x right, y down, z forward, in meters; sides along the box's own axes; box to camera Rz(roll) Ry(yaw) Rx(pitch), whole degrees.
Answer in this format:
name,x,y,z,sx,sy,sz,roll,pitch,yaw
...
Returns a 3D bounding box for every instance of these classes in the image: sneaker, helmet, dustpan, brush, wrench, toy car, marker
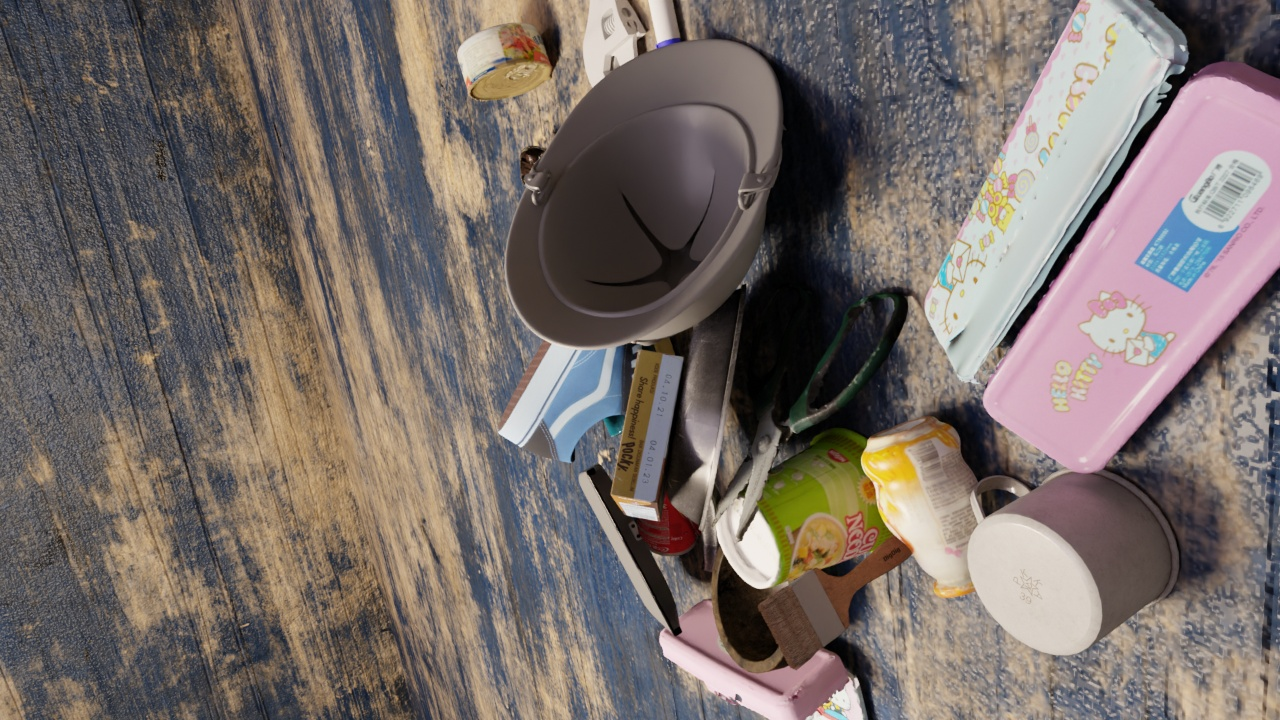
name,x,y,z,sx,sy,sz,roll,pitch,yaw
sneaker,-0.025,-0.014,0.784,0.242,0.098,0.083,-58,13,19
helmet,0.019,-0.094,0.653,0.184,0.270,0.118,6,150,26
dustpan,-0.012,0.180,0.930,0.163,0.033,0.258,61,169,3
brush,0.140,0.142,0.599,0.045,0.142,0.008,61,153,2
wrench,-0.045,-0.355,0.774,0.087,0.018,0.273,-6,100,63
toy car,-0.074,-0.181,0.910,0.113,0.040,0.049,26,131,31
marker,0.012,-0.289,0.705,0.020,0.020,0.141,5,111,60

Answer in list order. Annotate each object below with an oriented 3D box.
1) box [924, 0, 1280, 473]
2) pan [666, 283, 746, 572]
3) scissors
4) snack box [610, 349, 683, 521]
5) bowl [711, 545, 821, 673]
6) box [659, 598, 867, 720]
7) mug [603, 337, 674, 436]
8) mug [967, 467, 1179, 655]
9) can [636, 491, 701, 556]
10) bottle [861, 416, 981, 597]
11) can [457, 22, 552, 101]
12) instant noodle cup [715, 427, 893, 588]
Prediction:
name,x,y,z,sx,sy,sz,roll,pitch,yaw
box,0.219,-0.056,0.451,0.150,0.048,0.215,56,148,34
pan,0.054,0.086,0.758,0.358,0.055,0.186,95,-173,-52
scissors,0.110,0.031,0.608,0.147,0.015,0.209,-6,60,51
snack box,0.008,0.065,0.704,0.186,0.032,0.101,82,-162,-76
bowl,0.114,0.194,0.759,0.121,0.056,0.121,-22,66,60
box,0.110,0.290,0.818,0.202,0.086,0.102,3,121,60
mug,-0.005,0.005,0.844,0.114,0.083,0.107,-30,80,58
mug,0.223,0.102,0.506,0.113,0.070,0.084,33,134,48
can,0.027,0.130,0.879,0.064,0.064,0.105,33,133,50
bottle,0.184,0.093,0.579,0.063,0.063,0.109,-25,85,62
can,-0.132,-0.289,0.894,0.086,0.086,0.043,-22,85,62
instant noodle cup,0.117,0.112,0.660,0.099,0.107,0.099,37,137,45
